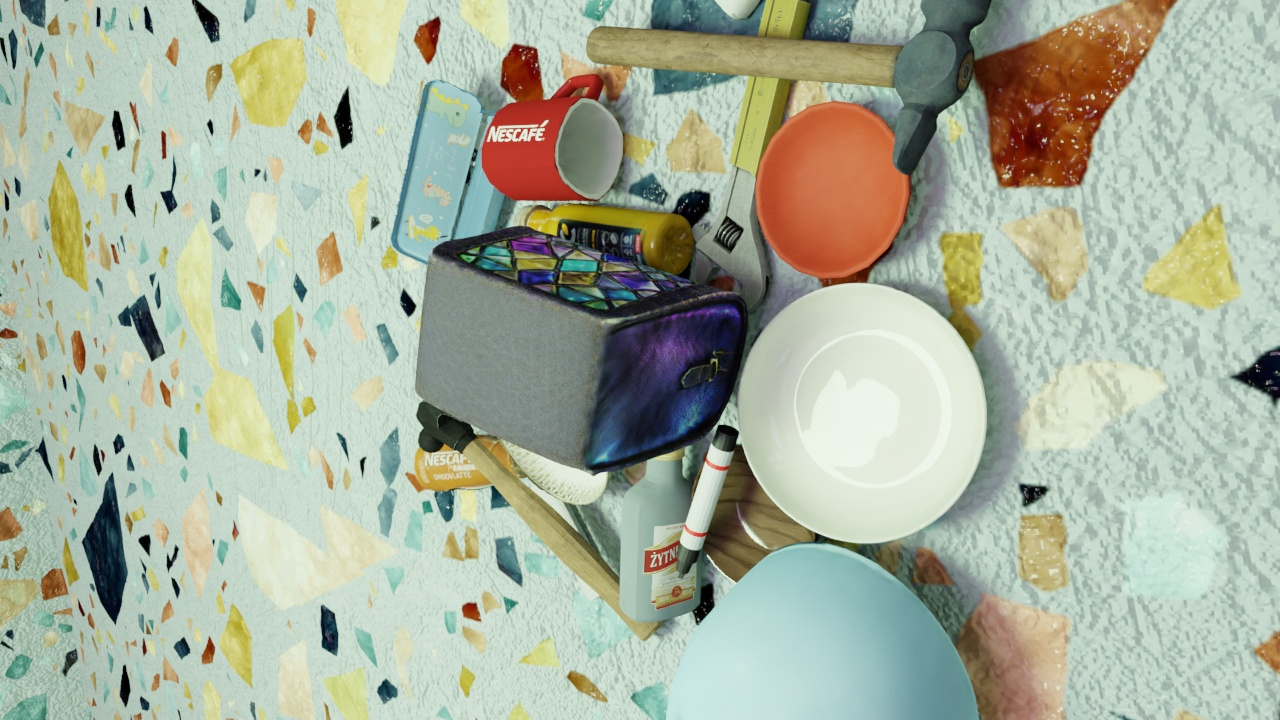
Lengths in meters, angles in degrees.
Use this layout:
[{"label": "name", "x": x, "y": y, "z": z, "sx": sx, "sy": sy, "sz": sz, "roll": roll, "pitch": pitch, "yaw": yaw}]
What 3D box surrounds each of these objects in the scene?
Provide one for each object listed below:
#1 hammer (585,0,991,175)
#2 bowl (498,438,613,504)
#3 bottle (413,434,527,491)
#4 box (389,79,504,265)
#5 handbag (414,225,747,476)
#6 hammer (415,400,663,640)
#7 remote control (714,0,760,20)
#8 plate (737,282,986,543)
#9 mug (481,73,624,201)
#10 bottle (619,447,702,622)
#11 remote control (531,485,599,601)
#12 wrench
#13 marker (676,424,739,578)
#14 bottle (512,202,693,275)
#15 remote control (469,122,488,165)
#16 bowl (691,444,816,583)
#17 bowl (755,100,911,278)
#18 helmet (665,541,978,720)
[{"label": "hammer", "x": 0.079, "y": -0.216, "z": 0.656, "sx": 0.322, "sy": 0.040, "sz": 0.129, "roll": 20, "pitch": 95, "yaw": 39}, {"label": "bowl", "x": -0.067, "y": 0.058, "z": 0.846, "sx": 0.145, "sy": 0.063, "sz": 0.145, "roll": 26, "pitch": 135, "yaw": 29}, {"label": "bottle", "x": -0.163, "y": 0.106, "z": 0.963, "sx": 0.167, "sy": 0.059, "sz": 0.059, "roll": -7, "pitch": 92, "yaw": 35}, {"label": "box", "x": -0.189, "y": -0.171, "z": 0.939, "sx": 0.126, "sy": 0.039, "sz": 0.210, "roll": 38, "pitch": 128, "yaw": 18}, {"label": "handbag", "x": -0.042, "y": -0.020, "z": 0.715, "sx": 0.205, "sy": 0.221, "sz": 0.126, "roll": 21, "pitch": 111, "yaw": 27}, {"label": "hammer", "x": -0.095, "y": 0.144, "z": 0.864, "sx": 0.305, "sy": 0.040, "sz": 0.133, "roll": 43, "pitch": 145, "yaw": 9}, {"label": "remote control", "x": 0.093, "y": -0.322, "z": 0.670, "sx": 0.139, "sy": 0.025, "sz": 0.060, "roll": -49, "pitch": 65, "yaw": 39}, {"label": "plate", "x": 0.157, "y": 0.037, "z": 0.655, "sx": 0.183, "sy": 0.034, "sz": 0.182, "roll": 1, "pitch": 91, "yaw": 35}, {"label": "mug", "x": -0.073, "y": -0.200, "z": 0.815, "sx": 0.097, "sy": 0.080, "sz": 0.116, "roll": 10, "pitch": 75, "yaw": 41}, {"label": "bottle", "x": 0.019, "y": 0.139, "z": 0.788, "sx": 0.046, "sy": 0.072, "sz": 0.161, "roll": 20, "pitch": 111, "yaw": 57}, {"label": "remote control", "x": -0.069, "y": 0.175, "z": 0.916, "sx": 0.033, "sy": 0.012, "sz": 0.131, "roll": -44, "pitch": 68, "yaw": 36}, {"label": "wrench", "x": 0.090, "y": -0.164, "z": 0.705, "sx": 0.084, "sy": 0.018, "sz": 0.274, "roll": 29, "pitch": 116, "yaw": 36}, {"label": "marker", "x": 0.051, "y": 0.119, "z": 0.745, "sx": 0.019, "sy": 0.019, "sz": 0.146, "roll": 32, "pitch": 118, "yaw": 35}, {"label": "bottle", "x": -0.040, "y": -0.111, "z": 0.811, "sx": 0.186, "sy": 0.053, "sz": 0.053, "roll": 15, "pitch": 107, "yaw": 40}, {"label": "remote control", "x": -0.178, "y": -0.225, "z": 0.947, "sx": 0.137, "sy": 0.013, "sz": 0.043, "roll": 19, "pitch": 110, "yaw": 39}, {"label": "bowl", "x": 0.097, "y": 0.124, "z": 0.740, "sx": 0.119, "sy": 0.032, "sz": 0.119, "roll": 9, "pitch": 103, "yaw": 42}, {"label": "bowl", "x": 0.142, "y": -0.121, "z": 0.654, "sx": 0.122, "sy": 0.035, "sz": 0.122, "roll": 9, "pitch": 103, "yaw": 42}, {"label": "helmet", "x": 0.116, "y": 0.268, "z": 0.652, "sx": 0.226, "sy": 0.166, "sz": 0.266, "roll": 24, "pitch": 119, "yaw": 37}]
